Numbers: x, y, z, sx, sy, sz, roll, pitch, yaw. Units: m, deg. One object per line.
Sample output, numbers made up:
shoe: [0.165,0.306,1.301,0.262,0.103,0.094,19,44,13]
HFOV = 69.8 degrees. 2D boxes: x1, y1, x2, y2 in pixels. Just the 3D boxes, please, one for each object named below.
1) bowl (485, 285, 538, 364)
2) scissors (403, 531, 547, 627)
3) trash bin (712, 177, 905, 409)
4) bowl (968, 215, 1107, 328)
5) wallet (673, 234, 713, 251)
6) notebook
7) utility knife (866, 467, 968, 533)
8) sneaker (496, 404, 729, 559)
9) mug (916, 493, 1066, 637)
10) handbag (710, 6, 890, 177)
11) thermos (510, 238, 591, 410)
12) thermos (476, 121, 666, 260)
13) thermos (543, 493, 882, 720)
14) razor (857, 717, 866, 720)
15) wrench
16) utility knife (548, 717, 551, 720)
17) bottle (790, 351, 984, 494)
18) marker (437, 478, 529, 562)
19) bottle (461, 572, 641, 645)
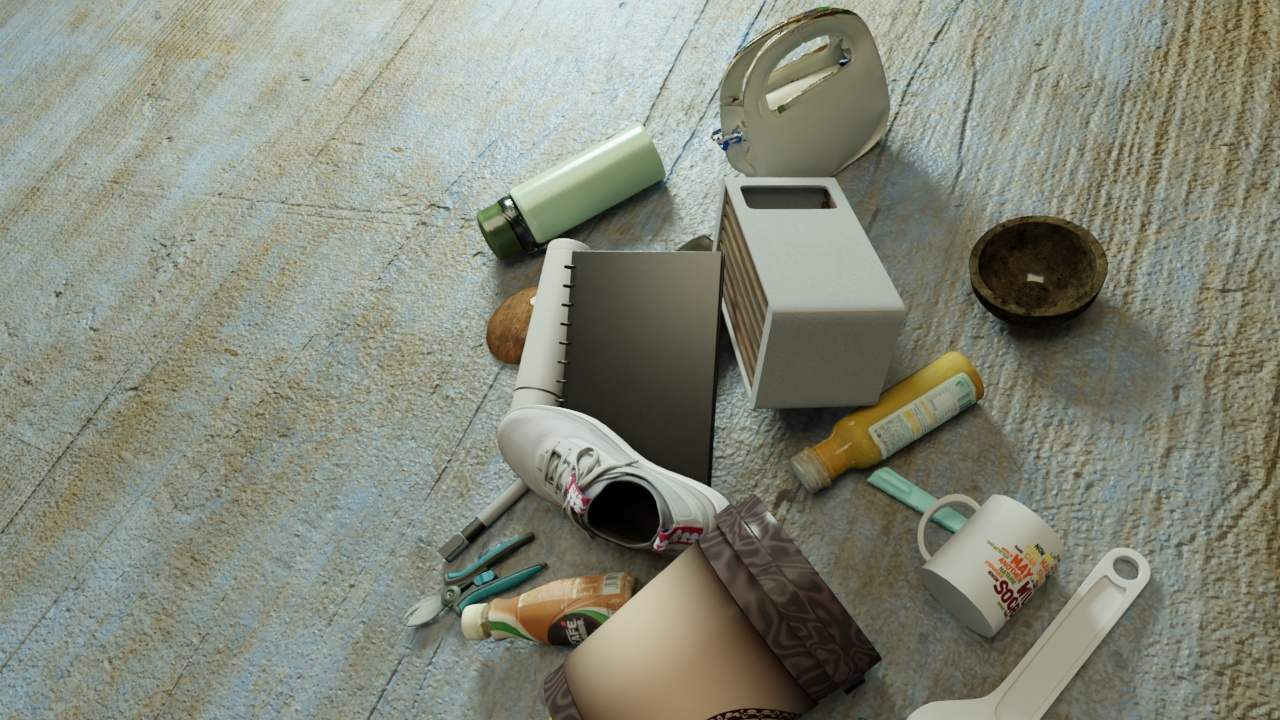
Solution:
bowl: [-0.130,-0.049,1.058,0.114,0.026,0.102,-31,54,-4]
scissors: [-0.157,0.220,0.897,0.148,0.019,0.131,11,61,23]
trash bin: [0.149,-0.071,0.880,0.114,0.115,0.228,-1,41,-7]
bowl: [0.383,-0.077,0.893,0.121,0.056,0.121,-8,56,12]
wallet: [0.060,-0.087,1.005,0.119,0.031,0.099,-29,49,-27]
notebook: [-0.005,0.005,0.924,0.169,0.019,0.231,3,88,19]
utility knife: [0.260,0.131,0.823,0.120,0.015,0.022,33,74,30]
sneaker: [-0.049,0.114,0.851,0.263,0.128,0.097,25,94,28]
mug: [0.279,0.159,0.762,0.089,0.073,0.105,-41,55,-11]
handbag: [0.172,-0.296,1.019,0.200,0.200,0.093,-32,50,-7]
thermos: [-0.098,-0.024,1.000,0.052,0.052,0.223,2,67,19]
thermos: [-0.085,-0.199,1.114,0.231,0.082,0.082,-29,54,-2]
thermos: [0.051,0.239,0.733,0.226,0.173,0.172,-37,55,0]
razor: [0.219,0.335,0.701,0.144,0.022,0.042,30,67,26]
wrench: [0.305,0.241,0.723,0.272,0.018,0.087,-42,60,-18]
utility knife: [-0.094,0.346,0.799,0.206,0.018,0.030,-44,47,-9]
bottle: [0.228,0.060,0.857,0.186,0.053,0.053,-31,54,-3]
marker: [-0.148,0.152,0.939,0.140,0.016,0.016,-42,56,-11]
bottle: [-0.081,0.232,0.839,0.167,0.059,0.059,-9,56,12]
